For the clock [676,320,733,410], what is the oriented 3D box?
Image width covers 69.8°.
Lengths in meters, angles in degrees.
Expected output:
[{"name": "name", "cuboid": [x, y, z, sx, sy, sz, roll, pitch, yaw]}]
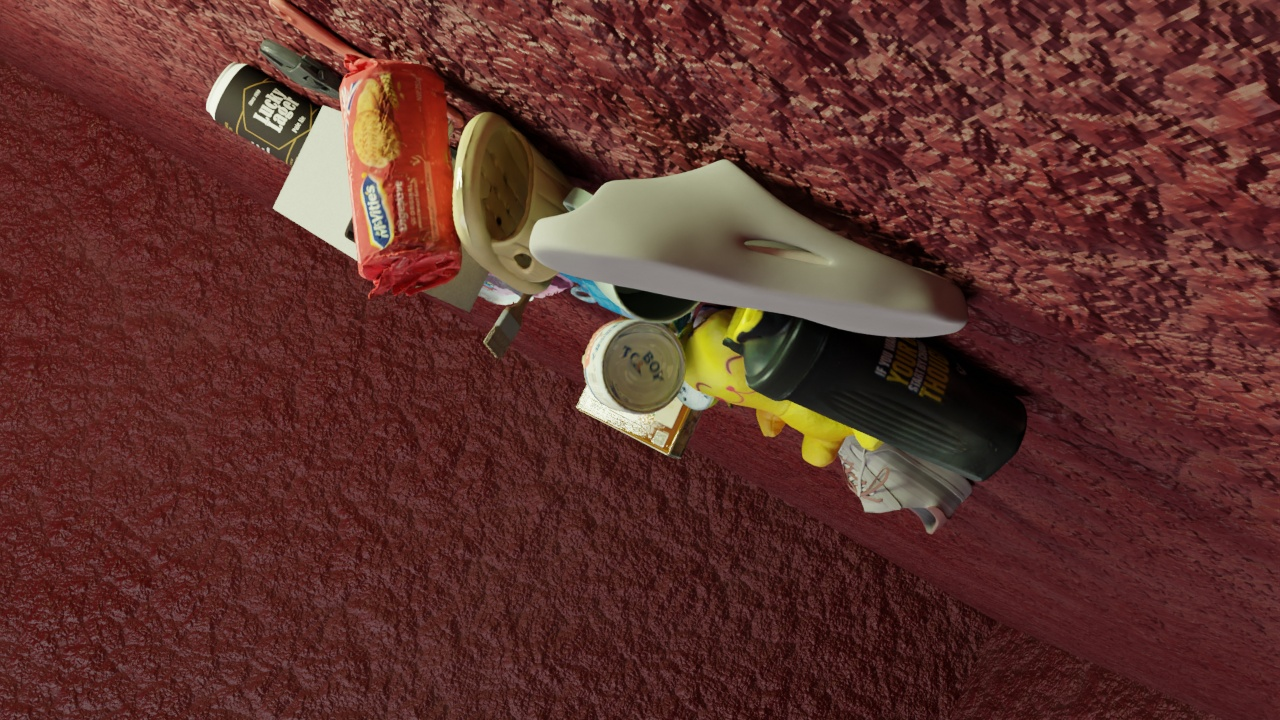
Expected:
[{"name": "clock", "cuboid": [0.063, 0.003, 1.046, 0.119, 0.056, 0.083, 40, 137, 33]}]

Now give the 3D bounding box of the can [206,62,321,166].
[{"name": "can", "cuboid": [-0.397, -0.262, 1.003, 0.128, 0.072, 0.072, 31, 173, -15]}]

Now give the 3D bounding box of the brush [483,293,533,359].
[{"name": "brush", "cuboid": [-0.130, -0.069, 1.040, 0.008, 0.143, 0.045, 25, 164, 21]}]

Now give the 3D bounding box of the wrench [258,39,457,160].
[{"name": "wrench", "cuboid": [-0.229, -0.222, 0.863, 0.273, 0.018, 0.073, 29, 174, -11]}]

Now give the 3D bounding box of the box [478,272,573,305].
[{"name": "box", "cuboid": [-0.195, -0.120, 1.101, 0.153, 0.037, 0.201, -9, 154, 41]}]

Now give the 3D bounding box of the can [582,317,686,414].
[{"name": "can", "cuboid": [-0.005, 0.005, 0.819, 0.086, 0.086, 0.043, 32, 169, -22]}]

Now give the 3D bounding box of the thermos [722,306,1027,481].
[{"name": "thermos", "cuboid": [0.170, 0.013, 0.676, 0.221, 0.098, 0.098, 25, 174, -10]}]

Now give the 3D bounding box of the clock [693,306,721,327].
[{"name": "clock", "cuboid": [0.091, -0.017, 0.934, 0.089, 0.052, 0.125, 30, 170, 3]}]

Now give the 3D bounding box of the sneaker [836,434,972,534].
[{"name": "sneaker", "cuboid": [0.278, 0.133, 1.088, 0.236, 0.089, 0.099, 30, 173, -9]}]

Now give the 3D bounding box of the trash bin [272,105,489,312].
[{"name": "trash bin", "cuboid": [-0.237, -0.150, 0.883, 0.229, 0.114, 0.114, 28, -178, 43]}]

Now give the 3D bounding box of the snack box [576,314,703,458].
[{"name": "snack box", "cuboid": [0.014, 0.026, 1.133, 0.143, 0.147, 0.041, 24, 178, 27]}]

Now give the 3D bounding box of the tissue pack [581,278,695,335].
[{"name": "tissue pack", "cuboid": [0.003, -0.072, 0.832, 0.093, 0.061, 0.144, 22, 174, 11]}]

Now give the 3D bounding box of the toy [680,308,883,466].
[{"name": "toy", "cuboid": [0.132, 0.013, 0.831, 0.194, 0.087, 0.135, 29, 156, -7]}]

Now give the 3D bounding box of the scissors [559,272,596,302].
[{"name": "scissors", "cuboid": [-0.048, -0.086, 1.070, 0.118, 0.013, 0.140, 14, 167, 11]}]

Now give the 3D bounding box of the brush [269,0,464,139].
[{"name": "brush", "cuboid": [-0.222, -0.228, 0.735, 0.172, 0.030, 0.041, 31, 172, -16]}]

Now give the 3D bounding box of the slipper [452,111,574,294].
[{"name": "slipper", "cuboid": [-0.085, -0.118, 0.754, 0.079, 0.111, 0.261, 3, 171, 5]}]

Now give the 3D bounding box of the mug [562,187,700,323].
[{"name": "mug", "cuboid": [-0.012, -0.090, 0.692, 0.111, 0.084, 0.104, 39, 180, -28]}]

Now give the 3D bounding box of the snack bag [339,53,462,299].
[{"name": "snack bag", "cuboid": [-0.175, -0.136, 0.680, 0.082, 0.176, 0.082, -6, -178, 0]}]

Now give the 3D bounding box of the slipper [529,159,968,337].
[{"name": "slipper", "cuboid": [0.070, -0.074, 0.562, 0.266, 0.080, 0.113, 11, 178, 4]}]
